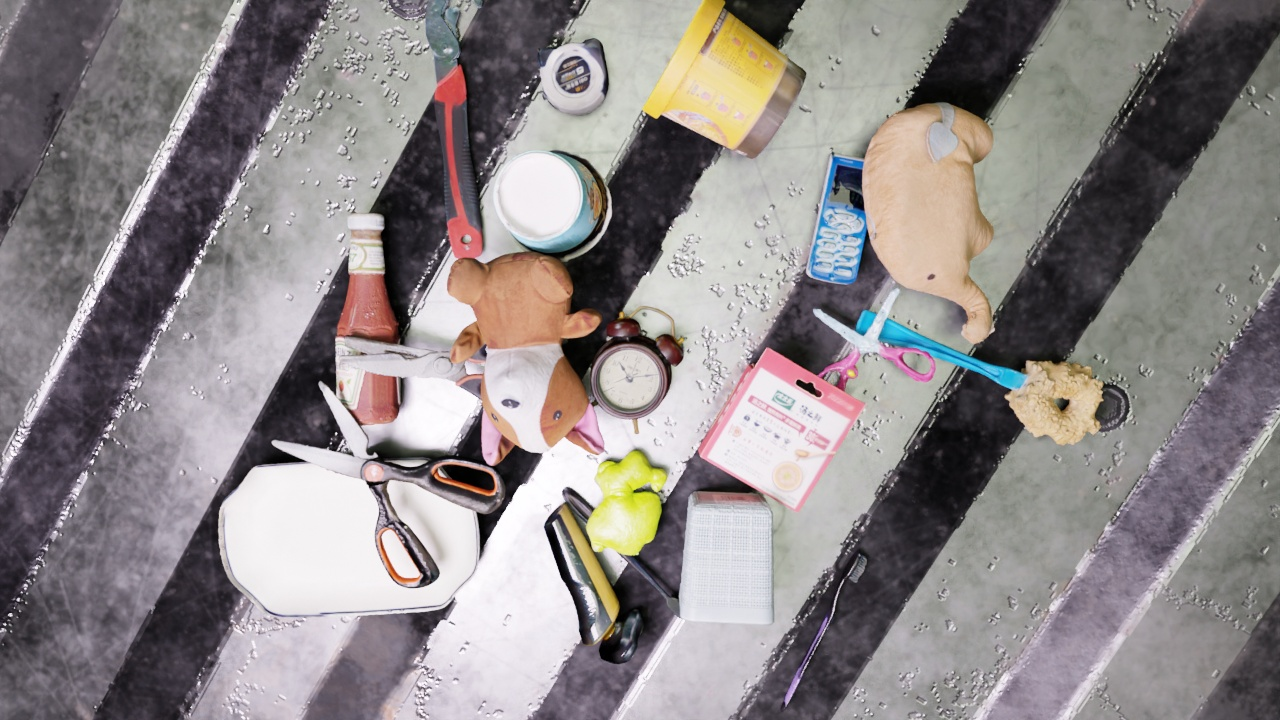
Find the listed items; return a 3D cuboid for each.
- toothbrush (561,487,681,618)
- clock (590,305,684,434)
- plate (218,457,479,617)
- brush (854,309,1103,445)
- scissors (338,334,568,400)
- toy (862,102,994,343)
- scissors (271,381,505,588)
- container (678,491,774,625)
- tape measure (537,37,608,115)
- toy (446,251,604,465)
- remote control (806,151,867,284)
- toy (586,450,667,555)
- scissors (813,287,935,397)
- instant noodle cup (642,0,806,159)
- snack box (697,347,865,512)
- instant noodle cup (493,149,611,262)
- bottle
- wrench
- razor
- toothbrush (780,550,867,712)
[{"bbox_3d":[-0.017,0.197,0.941,0.015,0.018,0.181,-44,91,0],"label":"toothbrush"},{"bbox_3d":[-0.005,0.005,0.899,0.082,0.055,0.122,24,99,0],"label":"clock"},{"bbox_3d":[-0.294,0.178,0.939,0.266,0.034,0.162,-4,96,2],"label":"plate"},{"bbox_3d":[0.333,0.008,0.900,0.255,0.045,0.083,22,100,3],"label":"brush"},{"bbox_3d":[-0.174,-0.006,0.895,0.198,0.015,0.205,-43,105,-9],"label":"scissors"},{"bbox_3d":[0.275,-0.126,0.861,0.143,0.082,0.226,-7,96,-12],"label":"toy"},{"bbox_3d":[-0.242,0.126,0.891,0.221,0.021,0.228,-1,102,-4],"label":"scissors"},{"bbox_3d":[0.085,0.190,0.900,0.090,0.090,0.111,2,94,1],"label":"container"},{"bbox_3d":[-0.063,-0.271,0.884,0.066,0.033,0.066,-8,93,5],"label":"tape measure"},{"bbox_3d":[-0.104,0.000,0.848,0.140,0.130,0.200,-1,106,11],"label":"toy"},{"bbox_3d":[0.196,-0.138,0.893,0.049,0.024,0.125,12,92,1],"label":"remote control"},{"bbox_3d":[-0.013,0.146,0.922,0.096,0.031,0.100,-21,88,0],"label":"toy"},{"bbox_3d":[0.223,-0.010,0.896,0.134,0.017,0.133,29,109,10],"label":"scissors"},{"bbox_3d":[0.080,-0.254,0.843,0.114,0.118,0.118,29,96,-8],"label":"instant noodle cup"},{"bbox_3d":[0.137,0.066,0.906,0.113,0.044,0.127,31,97,-1],"label":"snack box"},{"bbox_3d":[-0.086,-0.147,0.854,0.111,0.120,0.111,0,96,2],"label":"instant noodle cup"},{"bbox_3d":[-0.268,-0.040,0.902,0.060,0.059,0.206,1,96,2],"label":"bottle"},{"bbox_3d":[-0.179,-0.236,0.901,0.056,0.016,0.273,-1,95,3],"label":"wrench"},{"bbox_3d":[-0.050,0.225,0.931,0.067,0.062,0.167,-25,89,-26],"label":"razor"},{"bbox_3d":[0.187,0.280,0.943,0.016,0.014,0.189,23,97,-13],"label":"toothbrush"}]
